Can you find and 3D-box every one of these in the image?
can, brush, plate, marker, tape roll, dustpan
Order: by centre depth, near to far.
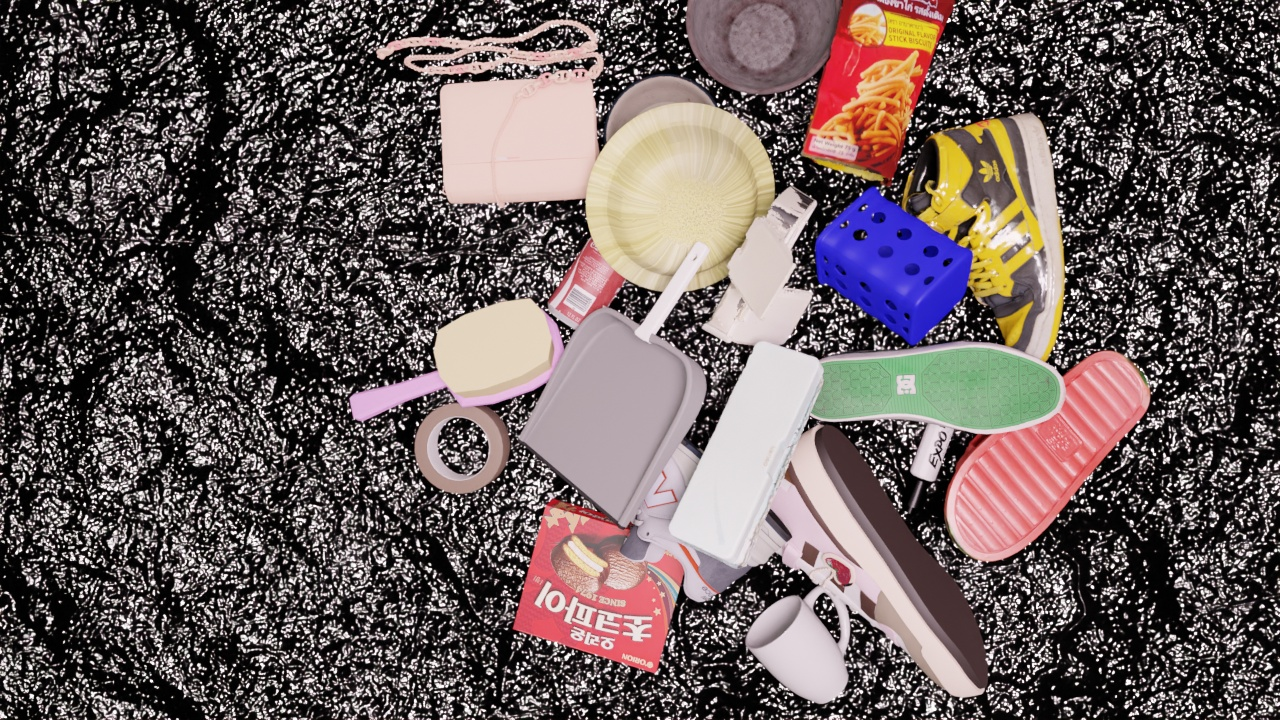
[{"bbox_3d":[-0.005,0.005,0.859,0.163,0.033,0.257,34,91,39],"label":"dustpan"},{"bbox_3d":[0.043,-0.145,0.864,0.184,0.036,0.185,-4,116,-9],"label":"plate"},{"bbox_3d":[0.287,0.092,0.907,0.025,0.025,0.126,19,94,5],"label":"marker"},{"bbox_3d":[-0.048,-0.079,0.924,0.054,0.054,0.096,34,95,4],"label":"can"},{"bbox_3d":[-0.192,0.009,0.930,0.229,0.043,0.089,-19,68,2],"label":"brush"},{"bbox_3d":[-0.185,0.090,0.957,0.094,0.030,0.093,0,92,6],"label":"tape roll"}]

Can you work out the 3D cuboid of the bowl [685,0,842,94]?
[{"bbox_3d":[0.118,-0.323,0.889,0.145,0.067,0.145,0,92,6],"label":"bowl"}]

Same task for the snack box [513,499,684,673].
[{"bbox_3d":[-0.038,0.230,0.943,0.152,0.036,0.132,16,94,6],"label":"snack box"}]

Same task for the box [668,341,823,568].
[{"bbox_3d":[0.095,0.080,0.816,0.086,0.073,0.198,26,77,-3],"label":"box"}]

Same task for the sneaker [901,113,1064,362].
[{"bbox_3d":[0.318,-0.110,0.864,0.122,0.086,0.238,-4,88,0],"label":"sneaker"}]

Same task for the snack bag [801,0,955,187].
[{"bbox_3d":[0.224,-0.280,0.869,0.138,0.067,0.208,11,97,-34],"label":"snack bag"}]

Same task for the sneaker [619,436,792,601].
[{"bbox_3d":[0.018,0.135,0.884,0.240,0.089,0.124,37,91,22],"label":"sneaker"}]

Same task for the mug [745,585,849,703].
[{"bbox_3d":[0.172,0.279,0.913,0.107,0.071,0.089,-43,96,-21],"label":"mug"}]

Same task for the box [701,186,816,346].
[{"bbox_3d":[0.115,-0.066,0.827,0.081,0.181,0.144,31,119,7],"label":"box"}]

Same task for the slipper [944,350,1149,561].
[{"bbox_3d":[0.379,0.088,0.881,0.248,0.059,0.103,-43,86,-9],"label":"slipper"}]

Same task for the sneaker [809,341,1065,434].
[{"bbox_3d":[0.272,0.021,0.873,0.235,0.079,0.084,1,99,14],"label":"sneaker"}]

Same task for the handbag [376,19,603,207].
[{"bbox_3d":[-0.132,-0.219,0.861,0.199,0.187,0.116,-2,85,2],"label":"handbag"}]

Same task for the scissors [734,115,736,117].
[{"bbox_3d":[0.109,-0.167,0.919,0.135,0.019,0.130,37,98,1],"label":"scissors"}]

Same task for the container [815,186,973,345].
[{"bbox_3d":[0.234,-0.086,0.850,0.084,0.085,0.113,-43,61,-11],"label":"container"}]

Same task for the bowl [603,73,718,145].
[{"bbox_3d":[0.025,-0.217,0.908,0.115,0.059,0.115,0,92,6],"label":"bowl"}]

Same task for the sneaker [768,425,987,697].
[{"bbox_3d":[0.214,0.212,0.892,0.117,0.111,0.294,-37,89,28],"label":"sneaker"}]
